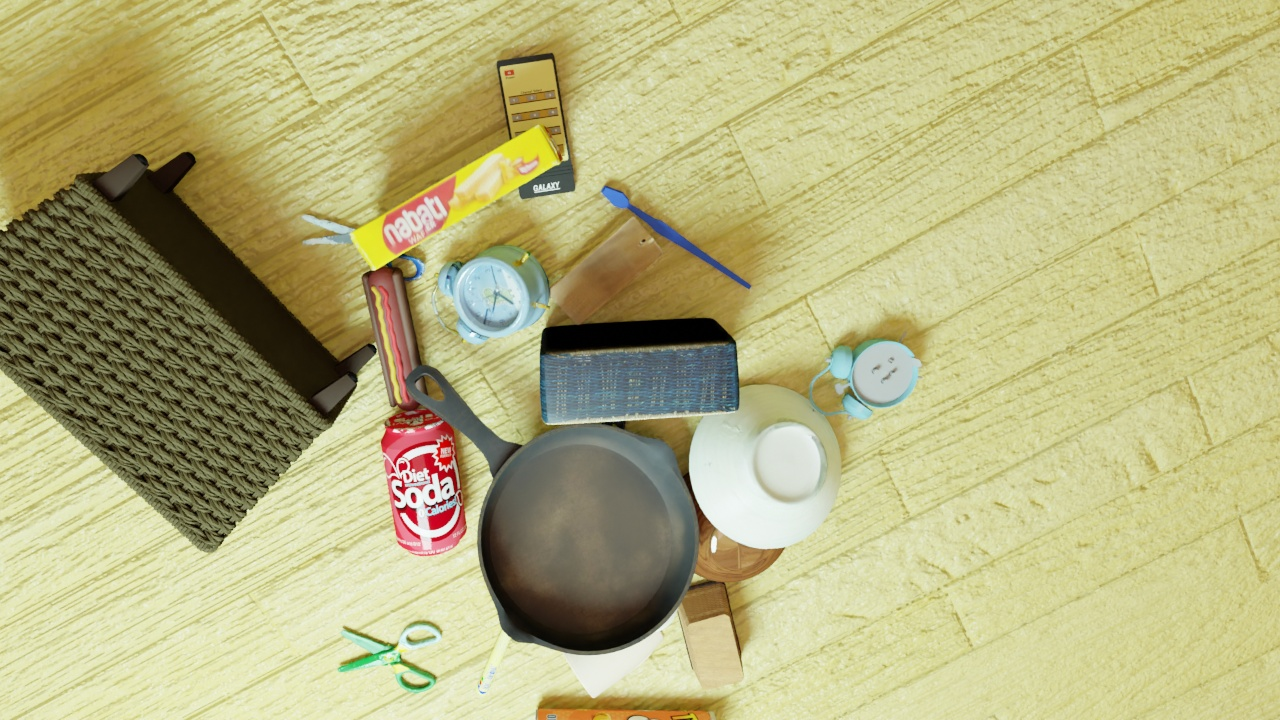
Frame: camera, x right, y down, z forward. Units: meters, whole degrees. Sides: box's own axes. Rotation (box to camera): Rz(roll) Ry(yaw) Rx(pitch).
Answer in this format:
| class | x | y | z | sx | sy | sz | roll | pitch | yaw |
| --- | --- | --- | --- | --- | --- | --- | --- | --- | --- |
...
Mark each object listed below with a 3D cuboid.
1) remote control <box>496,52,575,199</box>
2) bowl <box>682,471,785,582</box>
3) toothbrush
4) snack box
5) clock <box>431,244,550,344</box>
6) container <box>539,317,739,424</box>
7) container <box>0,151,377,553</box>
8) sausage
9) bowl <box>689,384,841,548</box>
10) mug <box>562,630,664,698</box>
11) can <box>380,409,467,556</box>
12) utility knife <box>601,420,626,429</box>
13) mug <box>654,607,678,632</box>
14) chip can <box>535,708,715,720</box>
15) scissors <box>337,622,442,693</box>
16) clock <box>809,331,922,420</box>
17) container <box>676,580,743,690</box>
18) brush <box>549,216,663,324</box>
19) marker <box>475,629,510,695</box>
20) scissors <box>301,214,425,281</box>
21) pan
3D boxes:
| class | x | y | z | sx | sy | sz | roll | pitch | yaw |
| --- | --- | --- | --- | --- | --- | --- | --- | --- | --- |
| remote control | -0.102 | -0.229 | 0.901 | 0.058 | 0.013 | 0.133 | -10 | 107 | -2 |
| bowl | 0.101 | 0.187 | 1.009 | 0.147 | 0.068 | 0.147 | -1 | 106 | -4 |
| toothbrush | 0.039 | -0.124 | 0.944 | 0.186 | 0.011 | 0.016 | 32 | 101 | -13 |
| snack box | -0.168 | -0.155 | 0.860 | 0.201 | 0.092 | 0.042 | -29 | 104 | 4 |
| clock | -0.152 | -0.064 | 0.918 | 0.125 | 0.051 | 0.089 | -14 | 104 | 21 |
| container | -0.005 | 0.005 | 0.908 | 0.187 | 0.145 | 0.071 | -3 | 102 | -4 |
| container | -0.420 | -0.025 | 0.854 | 0.205 | 0.176 | 0.321 | -40 | 105 | 3 |
| sausage | -0.247 | -0.020 | 0.930 | 0.040 | 0.040 | 0.156 | -8 | 111 | -3 |
| bowl | 0.143 | 0.108 | 0.958 | 0.176 | 0.058 | 0.176 | 3 | 80 | -16 |
| mug | -0.027 | 0.321 | 1.037 | 0.104 | 0.085 | 0.111 | -33 | 134 | -7 |
| can | -0.226 | 0.128 | 0.962 | 0.074 | 0.074 | 0.142 | -5 | 106 | -3 |
| utility knife | -0.039 | 0.115 | 1.004 | 0.028 | 0.020 | 0.171 | 8 | 104 | -9 |
| mug | -0.004 | 0.235 | 0.993 | 0.097 | 0.122 | 0.081 | -24 | 151 | -13 |
| chip can | -0.019 | 0.443 | 1.076 | 0.210 | 0.062 | 0.062 | 3 | 106 | -6 |
| scissors | -0.283 | 0.331 | 1.048 | 0.128 | 0.012 | 0.119 | 33 | 100 | -14 |
| clock | 0.240 | 0.020 | 0.986 | 0.123 | 0.042 | 0.087 | -23 | 107 | 0 |
| container | 0.081 | 0.317 | 1.048 | 0.063 | 0.061 | 0.114 | -14 | 107 | -1 |
| brush | -0.036 | -0.092 | 0.933 | 0.117 | 0.039 | 0.049 | -41 | 103 | 7 |
| marker | -0.160 | 0.328 | 1.056 | 0.014 | 0.014 | 0.132 | 21 | 103 | -10 |
| scissors | -0.277 | -0.112 | 0.920 | 0.135 | 0.015 | 0.086 | -5 | 108 | -4 |
| pan | -0.101 | 0.136 | 0.933 | 0.356 | 0.043 | 0.248 | 43 | 70 | -4 |
